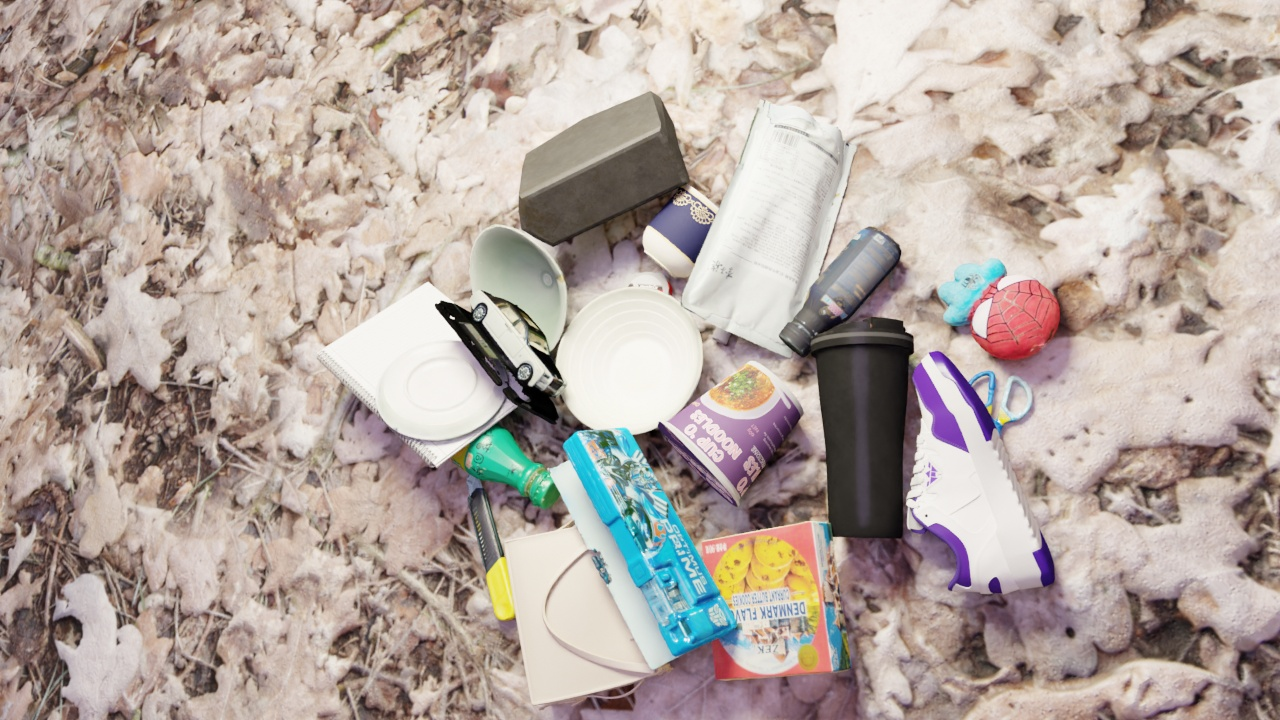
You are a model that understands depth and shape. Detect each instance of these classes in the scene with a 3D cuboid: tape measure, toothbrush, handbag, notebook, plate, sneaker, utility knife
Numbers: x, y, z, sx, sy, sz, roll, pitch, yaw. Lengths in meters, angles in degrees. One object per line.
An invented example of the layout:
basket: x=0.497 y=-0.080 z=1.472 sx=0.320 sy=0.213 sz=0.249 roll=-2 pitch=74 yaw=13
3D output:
tape measure: x=0.007 y=-0.075 z=1.107 sx=0.060 sy=0.020 sz=0.062 roll=6 pitch=76 yaw=21
toothbrush: x=0.131 y=-0.106 z=1.074 sx=0.019 sy=0.018 sz=0.188 roll=22 pitch=83 yaw=21
handbag: x=-0.032 y=0.262 z=0.993 sx=0.198 sy=0.101 sz=0.194 roll=-14 pitch=70 yaw=2
notebook: x=-0.258 y=0.009 z=1.127 sx=0.246 sy=0.013 sz=0.177 roll=36 pitch=60 yaw=28
plate: x=-0.237 y=0.029 z=1.091 sx=0.157 sy=0.014 sz=0.156 roll=0 pitch=49 yaw=0
sneaker: x=0.307 y=0.117 z=0.909 sx=0.111 sy=0.091 sz=0.244 roll=-26 pitch=73 yaw=24
handbag: x=-0.048 y=-0.241 z=1.120 sx=0.197 sy=0.102 sz=0.199 roll=-23 pitch=36 yaw=14
utility knife: x=-0.179 y=0.215 z=1.089 sx=0.029 sy=0.020 sz=0.187 roll=-23 pitch=70 yaw=10

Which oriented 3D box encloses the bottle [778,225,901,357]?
bottle: x=0.219 y=-0.074 z=1.013 sx=0.056 sy=0.056 sz=0.161 roll=41 pitch=91 yaw=24

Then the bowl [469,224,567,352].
bowl: x=-0.131 y=-0.090 z=1.128 sx=0.174 sy=0.067 sz=0.174 roll=20 pitch=122 yaw=36

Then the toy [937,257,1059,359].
toy: x=0.372 y=-0.056 z=0.955 sx=0.092 sy=0.062 sz=0.133 roll=-43 pitch=54 yaw=-5

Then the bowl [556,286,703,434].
bowl: x=-0.006 y=0.006 z=1.068 sx=0.177 sy=0.058 sz=0.176 roll=-5 pitch=74 yaw=18

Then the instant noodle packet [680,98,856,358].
instant noodle packet: x=0.150 y=-0.153 z=1.046 sx=0.147 sy=0.057 sz=0.269 roll=23 pitch=81 yaw=-13

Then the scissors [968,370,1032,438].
scissors: x=0.357 y=0.072 z=0.948 sx=0.070 sy=0.022 sz=0.130 roll=17 pitch=86 yaw=18

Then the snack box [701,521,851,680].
snack box: x=0.134 y=0.245 z=0.932 sx=0.143 sy=0.040 sz=0.144 roll=-20 pitch=67 yaw=39

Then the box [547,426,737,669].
box: x=-0.006 y=0.192 z=0.955 sx=0.086 sy=0.091 sz=0.243 roll=-42 pitch=66 yaw=29

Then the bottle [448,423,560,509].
bottle: x=-0.184 y=0.108 z=1.095 sx=0.210 sy=0.068 sz=0.068 roll=28 pitch=85 yaw=24

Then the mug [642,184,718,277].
mug: x=0.047 y=-0.151 z=1.089 sx=0.089 sy=0.085 sz=0.112 roll=-49 pitch=30 yaw=3

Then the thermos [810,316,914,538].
thermos: x=0.230 y=0.072 z=0.948 sx=0.106 sy=0.105 sz=0.218 roll=-2 pitch=79 yaw=18

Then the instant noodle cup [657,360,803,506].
instant noodle cup: x=0.101 y=0.066 z=0.983 sx=0.121 sy=0.137 sz=0.122 roll=-43 pitch=38 yaw=-7

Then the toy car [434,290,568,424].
toy car: x=-0.151 y=-0.019 z=1.068 sx=0.071 sy=0.094 sz=0.191 roll=-47 pitch=55 yaw=8
